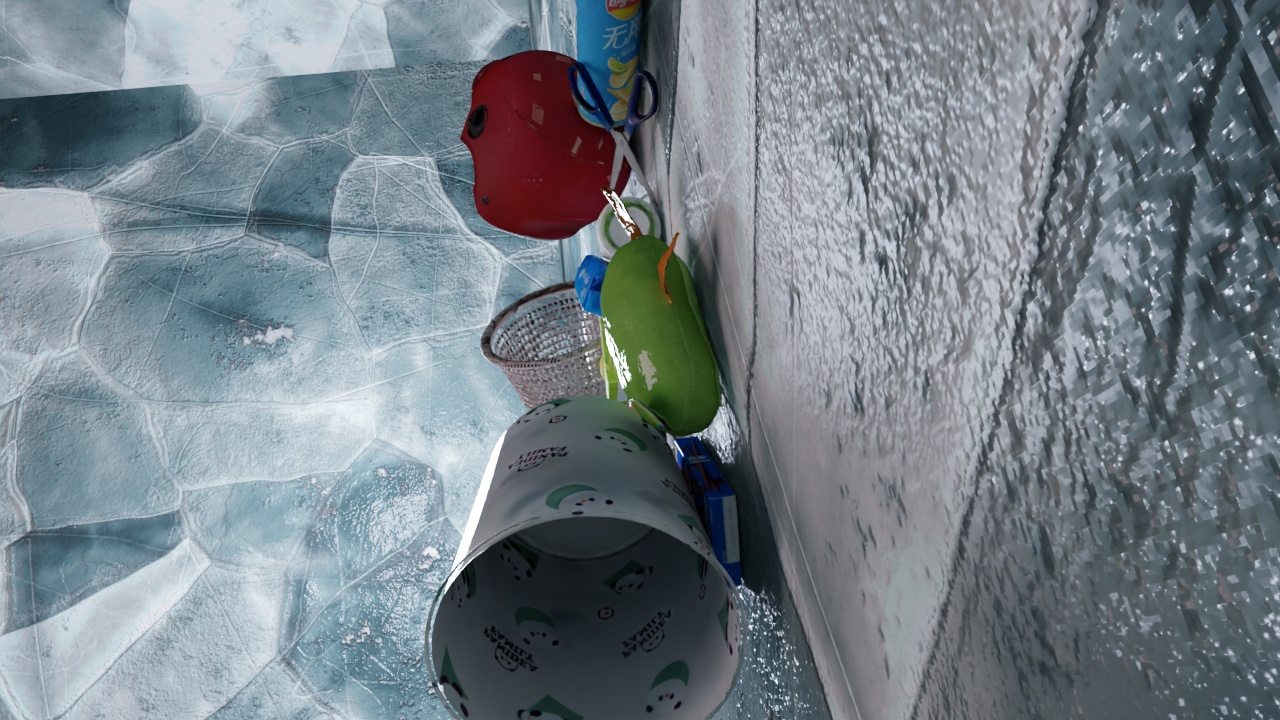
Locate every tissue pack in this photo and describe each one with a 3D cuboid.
[{"bbox_3d":[-0.024,-0.070,1.020,0.052,0.095,0.157,-63,15,10],"label":"tissue pack"}]

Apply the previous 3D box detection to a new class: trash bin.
[{"bbox_3d":[-0.097,0.017,1.346,0.227,0.227,0.192,-108,1,-59],"label":"trash bin"},{"bbox_3d":[-0.046,0.162,0.767,0.251,0.229,0.230,-101,6,-69],"label":"trash bin"}]

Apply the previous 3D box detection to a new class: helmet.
[{"bbox_3d":[-0.096,-0.272,1.096,0.144,0.206,0.240,-13,84,48],"label":"helmet"}]

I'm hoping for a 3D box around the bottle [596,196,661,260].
[{"bbox_3d":[-0.018,-0.141,1.049,0.197,0.068,0.068,-150,54,-86],"label":"bottle"}]

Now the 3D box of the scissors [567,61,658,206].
[{"bbox_3d":[-0.021,-0.241,0.955,0.176,0.012,0.163,52,147,-1],"label":"scissors"}]

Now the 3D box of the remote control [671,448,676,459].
[{"bbox_3d":[0.047,0.170,1.004,0.058,0.021,0.150,-111,15,-64],"label":"remote control"}]

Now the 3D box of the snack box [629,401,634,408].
[{"bbox_3d":[0.000,0.012,1.024,0.155,0.027,0.077,-92,3,-70],"label":"snack box"}]

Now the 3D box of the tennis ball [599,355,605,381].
[{"bbox_3d":[-0.021,0.006,1.211,0.065,0.065,0.065,172,91,-83],"label":"tennis ball"}]

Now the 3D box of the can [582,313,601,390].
[{"bbox_3d":[-0.063,-0.007,1.570,0.058,0.058,0.146,146,116,-82],"label":"can"}]

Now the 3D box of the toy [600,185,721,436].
[{"bbox_3d":[0.013,-0.032,0.811,0.227,0.090,0.246,91,167,-52],"label":"toy"}]

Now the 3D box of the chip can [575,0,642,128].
[{"bbox_3d":[-0.033,-0.340,0.941,0.211,0.071,0.071,94,167,-57],"label":"chip can"}]

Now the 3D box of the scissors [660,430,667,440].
[{"bbox_3d":[0.022,0.075,1.044,0.188,0.015,0.226,-87,-7,-69],"label":"scissors"}]

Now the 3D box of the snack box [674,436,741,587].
[{"bbox_3d":[0.060,0.134,0.841,0.157,0.026,0.084,-122,26,-74],"label":"snack box"}]

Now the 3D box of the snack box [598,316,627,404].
[{"bbox_3d":[-0.036,-0.026,1.142,0.086,0.026,0.156,92,172,-65],"label":"snack box"}]
